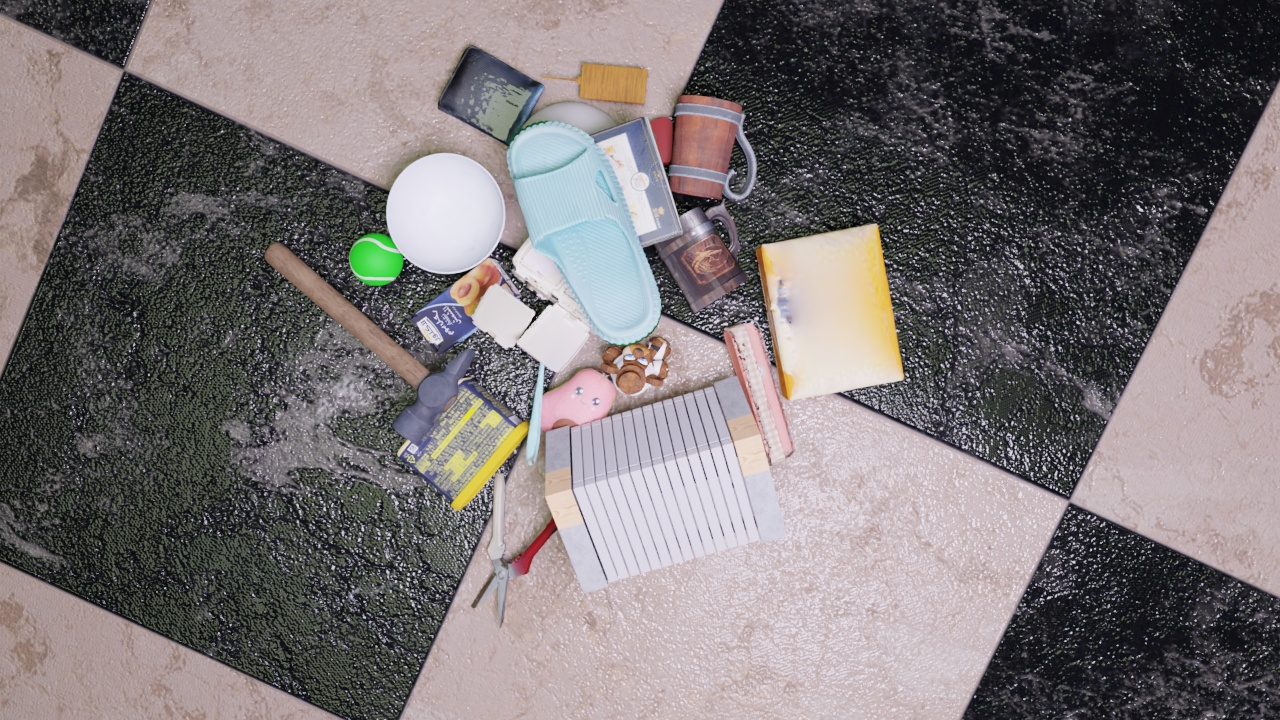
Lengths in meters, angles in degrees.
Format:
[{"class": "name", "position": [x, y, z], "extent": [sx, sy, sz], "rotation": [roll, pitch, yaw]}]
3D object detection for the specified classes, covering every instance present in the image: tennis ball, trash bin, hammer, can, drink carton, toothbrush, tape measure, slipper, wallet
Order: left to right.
[{"class": "hammer", "position": [-0.350, -0.046, 1.138], "extent": [0.322, 0.040, 0.129], "rotation": [38, 89, 13]}, {"class": "tennis ball", "position": [-0.331, -0.126, 1.150], "extent": [0.065, 0.065, 0.065], "rotation": [0, 94, 2]}, {"class": "can", "position": [-0.222, 0.102, 1.158], "extent": [0.104, 0.075, 0.135], "rotation": [40, 94, 2]}, {"class": "drink carton", "position": [-0.222, -0.067, 1.163], "extent": [0.130, 0.040, 0.064], "rotation": [-36, 91, 4]}, {"class": "wallet", "position": [-0.189, -0.333, 1.152], "extent": [0.115, 0.026, 0.089], "rotation": [28, 93, 0]}, {"class": "toothbrush", "position": [-0.128, 0.042, 1.145], "extent": [0.016, 0.016, 0.180], "rotation": [-2, 71, 16]}, {"class": "slipper", "position": [-0.062, -0.144, 1.029], "extent": [0.116, 0.069, 0.276], "rotation": [-25, 93, 5]}, {"class": "tape measure", "position": [0.015, -0.275, 1.153], "extent": [0.051, 0.019, 0.059], "rotation": [1, 87, 4]}, {"class": "trash bin", "position": [0.025, 0.145, 1.095], "extent": [0.247, 0.142, 0.142], "rotation": [-16, 116, 3]}]

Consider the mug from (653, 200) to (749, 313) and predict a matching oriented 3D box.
[{"class": "mug", "position": [0.085, -0.133, 1.138], "extent": [0.115, 0.080, 0.107], "rotation": [-33, 91, -25]}]

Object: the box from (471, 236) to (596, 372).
[{"class": "box", "position": [-0.100, -0.083, 1.113], "extent": [0.143, 0.080, 0.180], "rotation": [35, 70, 0]}]

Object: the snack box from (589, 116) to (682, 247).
[{"class": "snack box", "position": [-0.038, -0.194, 1.078], "extent": [0.145, 0.042, 0.144], "rotation": [-17, 91, 7]}]

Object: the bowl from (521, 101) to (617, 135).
[{"class": "bowl", "position": [-0.083, -0.254, 1.129], "extent": [0.149, 0.043, 0.149], "rotation": [1, 83, -6]}]

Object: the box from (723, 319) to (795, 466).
[{"class": "box", "position": [0.153, 0.040, 1.152], "extent": [0.067, 0.057, 0.187], "rotation": [-20, 95, -29]}]

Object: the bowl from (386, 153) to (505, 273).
[{"class": "bowl", "position": [-0.233, -0.179, 1.139], "extent": [0.144, 0.074, 0.144], "rotation": [0, 94, 2]}]

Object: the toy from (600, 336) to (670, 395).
[{"class": "toy", "position": [-0.007, 0.007, 1.128], "extent": [0.087, 0.112, 0.067], "rotation": [16, 105, 0]}]

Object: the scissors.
[{"class": "scissors", "position": [-0.166, 0.235, 1.178], "extent": [0.199, 0.015, 0.179], "rotation": [-32, 73, 24]}]

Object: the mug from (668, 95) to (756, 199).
[{"class": "mug", "position": [0.092, -0.257, 1.129], "extent": [0.117, 0.081, 0.111], "rotation": [6, 98, -23]}]

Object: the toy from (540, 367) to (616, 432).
[{"class": "toy", "position": [-0.078, 0.056, 1.159], "extent": [0.090, 0.051, 0.110], "rotation": [35, 98, 3]}]

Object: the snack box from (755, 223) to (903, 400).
[{"class": "snack box", "position": [0.231, -0.058, 1.128], "extent": [0.145, 0.080, 0.195], "rotation": [-11, 93, 2]}]

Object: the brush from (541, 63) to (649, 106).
[{"class": "brush", "position": [-0.055, -0.348, 1.150], "extent": [0.126, 0.017, 0.048], "rotation": [6, 94, 2]}]
